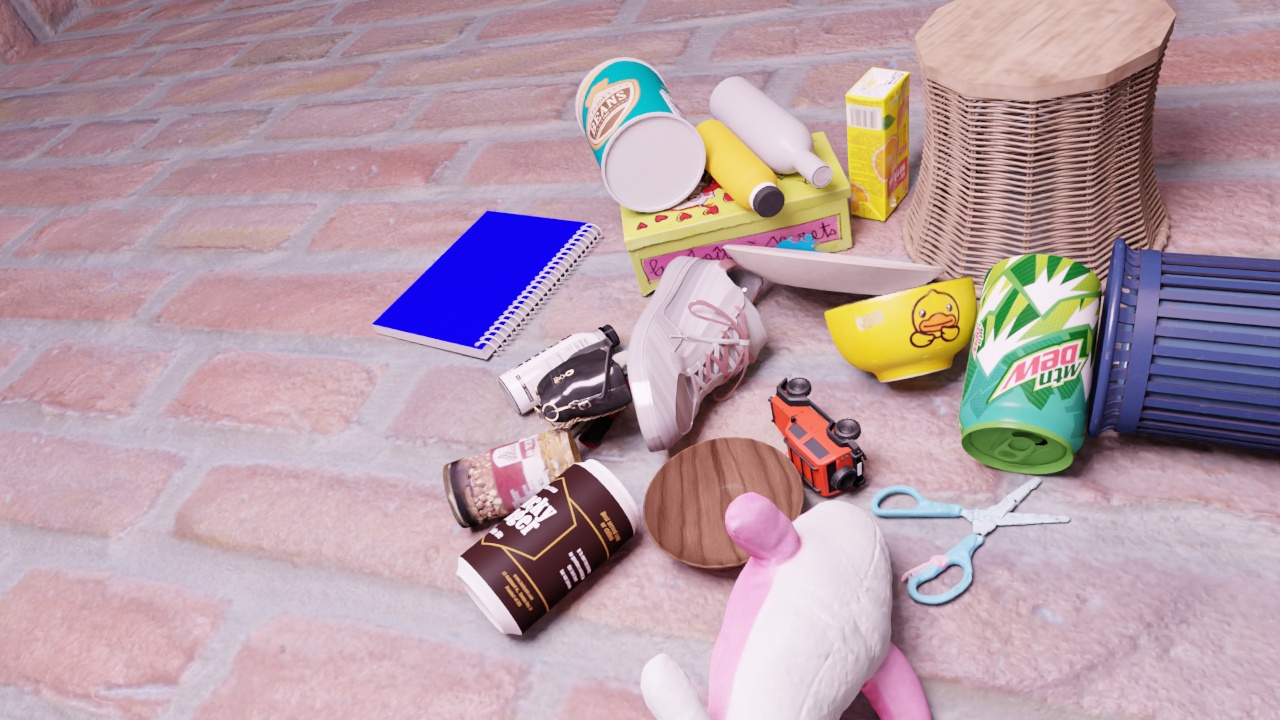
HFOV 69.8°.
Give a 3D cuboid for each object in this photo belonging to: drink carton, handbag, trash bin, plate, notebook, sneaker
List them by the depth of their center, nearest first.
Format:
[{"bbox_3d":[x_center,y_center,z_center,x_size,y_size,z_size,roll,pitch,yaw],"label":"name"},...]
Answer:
[{"bbox_3d":[0.435,0.000,0.591,0.250,0.139,0.139,8,48,25],"label":"trash bin"},{"bbox_3d":[-0.052,0.020,0.763,0.079,0.054,0.128,-21,11,-5],"label":"handbag"},{"bbox_3d":[0.059,-0.016,0.777,0.090,0.099,0.235,-6,37,22],"label":"sneaker"},{"bbox_3d":[0.165,-0.078,0.799,0.189,0.027,0.188,6,9,-1],"label":"plate"},{"bbox_3d":[0.233,-0.207,0.890,0.043,0.135,0.058,20,52,33],"label":"drink carton"},{"bbox_3d":[-0.163,-0.089,0.996,0.172,0.022,0.208,12,50,33],"label":"notebook"}]

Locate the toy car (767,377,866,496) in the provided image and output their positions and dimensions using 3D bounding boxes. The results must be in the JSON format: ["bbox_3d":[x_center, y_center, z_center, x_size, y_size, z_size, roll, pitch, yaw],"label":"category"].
[{"bbox_3d":[0.131,0.059,0.701,0.048,0.051,0.100,-29,43,-14],"label":"toy car"}]

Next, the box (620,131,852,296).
[{"bbox_3d":[0.094,-0.150,0.924,0.221,0.079,0.124,-13,41,9],"label":"box"}]

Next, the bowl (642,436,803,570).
[{"bbox_3d":[0.063,0.112,0.684,0.119,0.032,0.119,-11,42,9],"label":"bowl"}]

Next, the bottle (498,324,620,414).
[{"bbox_3d":[-0.072,0.004,0.845,0.116,0.041,0.041,-31,43,-14],"label":"bottle"}]

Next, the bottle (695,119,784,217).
[{"bbox_3d":[0.092,-0.180,0.869,0.043,0.043,0.143,-24,42,-6],"label":"bottle"}]

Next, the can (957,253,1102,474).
[{"bbox_3d":[0.282,0.002,0.664,0.083,0.083,0.143,7,63,26],"label":"can"}]

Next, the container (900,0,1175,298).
[{"bbox_3d":[0.338,-0.195,0.789,0.227,0.196,0.226,-10,42,9],"label":"container"}]

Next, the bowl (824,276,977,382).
[{"bbox_3d":[0.212,-0.021,0.733,0.117,0.067,0.117,-13,-2,-1],"label":"bowl"}]

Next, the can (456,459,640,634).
[{"bbox_3d":[-0.067,0.136,0.676,0.128,0.072,0.072,-38,45,-21],"label":"can"}]

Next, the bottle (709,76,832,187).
[{"bbox_3d":[0.129,-0.219,0.892,0.052,0.052,0.195,-24,41,-6],"label":"bottle"}]

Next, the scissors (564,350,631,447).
[{"bbox_3d":[-0.002,0.008,0.835,0.188,0.015,0.140,-27,40,-10],"label":"scissors"}]

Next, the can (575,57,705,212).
[{"bbox_3d":[-0.003,-0.226,0.907,0.099,0.099,0.143,-19,40,-1],"label":"can"}]

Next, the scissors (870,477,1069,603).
[{"bbox_3d":[0.222,0.110,0.648,0.139,0.015,0.118,-29,43,-21],"label":"scissors"}]

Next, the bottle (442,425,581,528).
[{"bbox_3d":[-0.101,0.094,0.746,0.105,0.056,0.056,-18,41,1],"label":"bottle"}]

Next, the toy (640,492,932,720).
[{"bbox_3d":[0.079,0.180,0.546,0.128,0.186,0.264,-39,3,34],"label":"toy"}]
